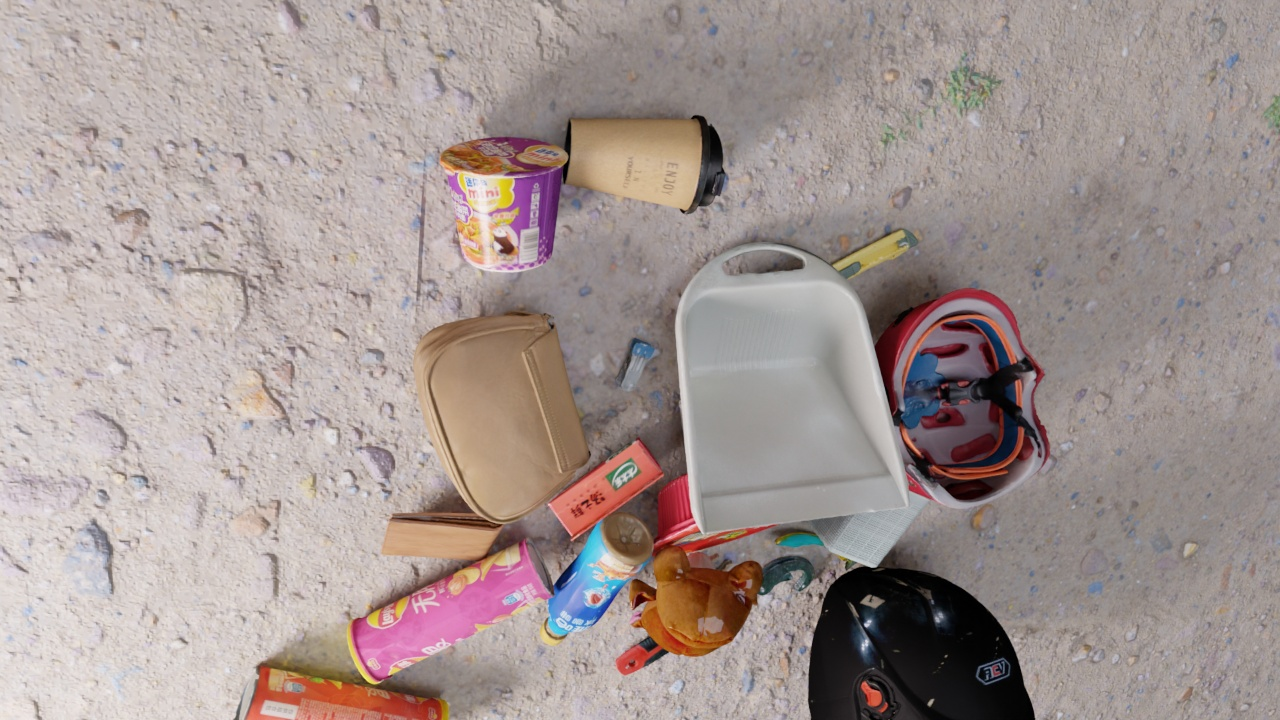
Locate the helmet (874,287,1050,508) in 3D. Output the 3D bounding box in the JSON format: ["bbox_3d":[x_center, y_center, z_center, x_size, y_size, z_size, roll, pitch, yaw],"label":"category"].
[{"bbox_3d":[0.330,0.039,1.028,0.206,0.144,0.240,-14,99,-21],"label":"helmet"}]

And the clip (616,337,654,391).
[{"bbox_3d":[-0.007,0.006,0.973,0.026,0.038,0.058,17,104,-25],"label":"clip"}]

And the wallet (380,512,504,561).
[{"bbox_3d":[-0.207,0.183,0.949,0.115,0.020,0.101,7,147,-18],"label":"wallet"}]

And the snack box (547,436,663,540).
[{"bbox_3d":[-0.035,0.129,0.950,0.113,0.127,0.044,-35,88,-2],"label":"snack box"}]

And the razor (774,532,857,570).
[{"bbox_3d":[0.218,0.229,1.130,0.132,0.028,0.043,16,137,-25],"label":"razor"}]

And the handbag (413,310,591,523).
[{"bbox_3d":[-0.138,0.050,0.907,0.147,0.100,0.205,-21,116,-17],"label":"handbag"}]

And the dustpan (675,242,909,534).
[{"bbox_3d":[0.142,0.015,0.922,0.222,0.257,0.143,-6,138,-11],"label":"dustpan"}]

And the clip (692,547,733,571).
[{"bbox_3d":[0.076,0.268,1.097,0.092,0.035,0.103,22,108,-23],"label":"clip"}]

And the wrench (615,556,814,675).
[{"bbox_3d":[0.092,0.313,1.131,0.273,0.016,0.056,-26,116,-7],"label":"wrench"}]

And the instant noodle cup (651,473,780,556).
[{"bbox_3d":[0.092,0.154,0.998,0.193,0.194,0.065,-11,70,-14],"label":"instant noodle cup"}]

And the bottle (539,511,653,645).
[{"bbox_3d":[-0.058,0.246,0.994,0.065,0.065,0.219,13,134,-22],"label":"bottle"}]

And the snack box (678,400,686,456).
[{"bbox_3d":[0.123,0.069,1.023,0.156,0.027,0.085,-12,106,-17],"label":"snack box"}]

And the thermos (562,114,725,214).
[{"bbox_3d":[0.002,-0.188,0.859,0.143,0.093,0.093,4,110,-12],"label":"thermos"}]

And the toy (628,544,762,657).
[{"bbox_3d":[0.057,0.263,1.002,0.140,0.130,0.200,12,147,3],"label":"toy"}]

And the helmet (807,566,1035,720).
[{"bbox_3d":[0.328,0.366,1.092,0.233,0.275,0.230,1,84,-32],"label":"helmet"}]

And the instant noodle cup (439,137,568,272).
[{"bbox_3d":[-0.122,-0.140,0.831,0.111,0.111,0.099,-6,123,-16],"label":"instant noodle cup"}]

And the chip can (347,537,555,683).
[{"bbox_3d":[-0.199,0.263,0.973,0.210,0.071,0.071,-26,117,0],"label":"chip can"}]

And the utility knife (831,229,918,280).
[{"bbox_3d":[0.219,-0.095,1.009,0.196,0.020,0.031,-26,115,-1],"label":"utility knife"}]

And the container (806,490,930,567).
[{"bbox_3d":[0.265,0.175,1.091,0.090,0.090,0.111,23,105,-24],"label":"container"}]

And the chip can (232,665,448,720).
[{"bbox_3d":[-0.320,0.387,0.995,0.216,0.073,0.073,21,103,-25],"label":"chip can"}]
